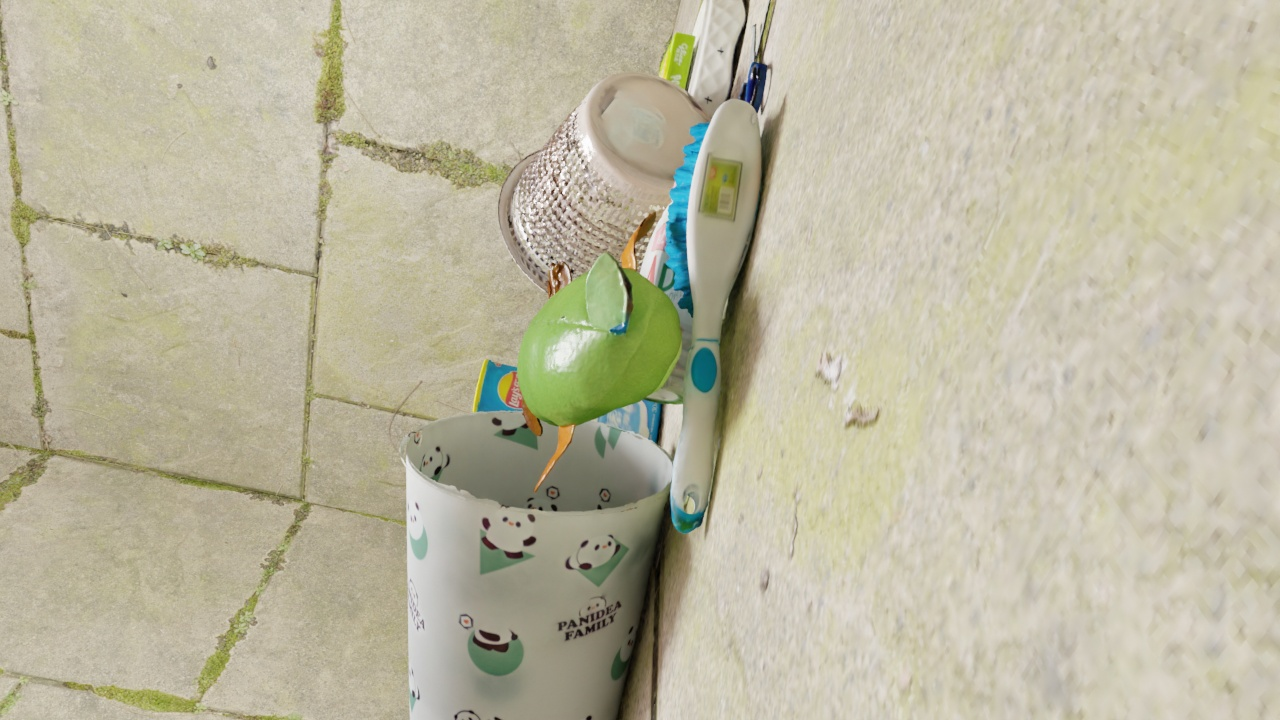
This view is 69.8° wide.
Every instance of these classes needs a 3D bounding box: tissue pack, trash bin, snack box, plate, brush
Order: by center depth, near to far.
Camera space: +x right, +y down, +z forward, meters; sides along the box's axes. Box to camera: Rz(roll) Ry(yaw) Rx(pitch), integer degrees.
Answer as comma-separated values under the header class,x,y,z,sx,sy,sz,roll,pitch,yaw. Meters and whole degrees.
class,x,y,z,sx,sy,sz,roll,pitch,yaw
brush,0.045,-0.039,0.659,0.109,0.060,0.314,164,115,-81
trash bin,-0.098,0.196,0.788,0.229,0.229,0.252,-96,14,-75
tissue pack,-0.030,0.082,0.960,0.052,0.095,0.156,123,159,-61
trash bin,-0.021,-0.192,0.988,0.193,0.227,0.227,133,152,-56
plate,0.074,-0.325,1.060,0.205,0.045,0.205,-169,92,-85
snack box,0.035,-0.325,1.084,0.156,0.026,0.086,-122,44,-83

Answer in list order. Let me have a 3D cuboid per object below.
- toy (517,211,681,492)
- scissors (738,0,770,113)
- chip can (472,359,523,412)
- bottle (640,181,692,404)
class,x,y,z,sx,sy,sz,roll,pitch,yaw
toy,-0.038,-0.009,0.686,0.247,0.090,0.227,1,72,69
scissors,0.096,-0.246,0.799,0.175,0.012,0.163,-84,8,-59
chip can,-0.101,0.055,1.160,0.071,0.210,0.071,-170,92,-85
bottle,0.032,-0.064,0.778,0.068,0.068,0.196,119,164,-75
